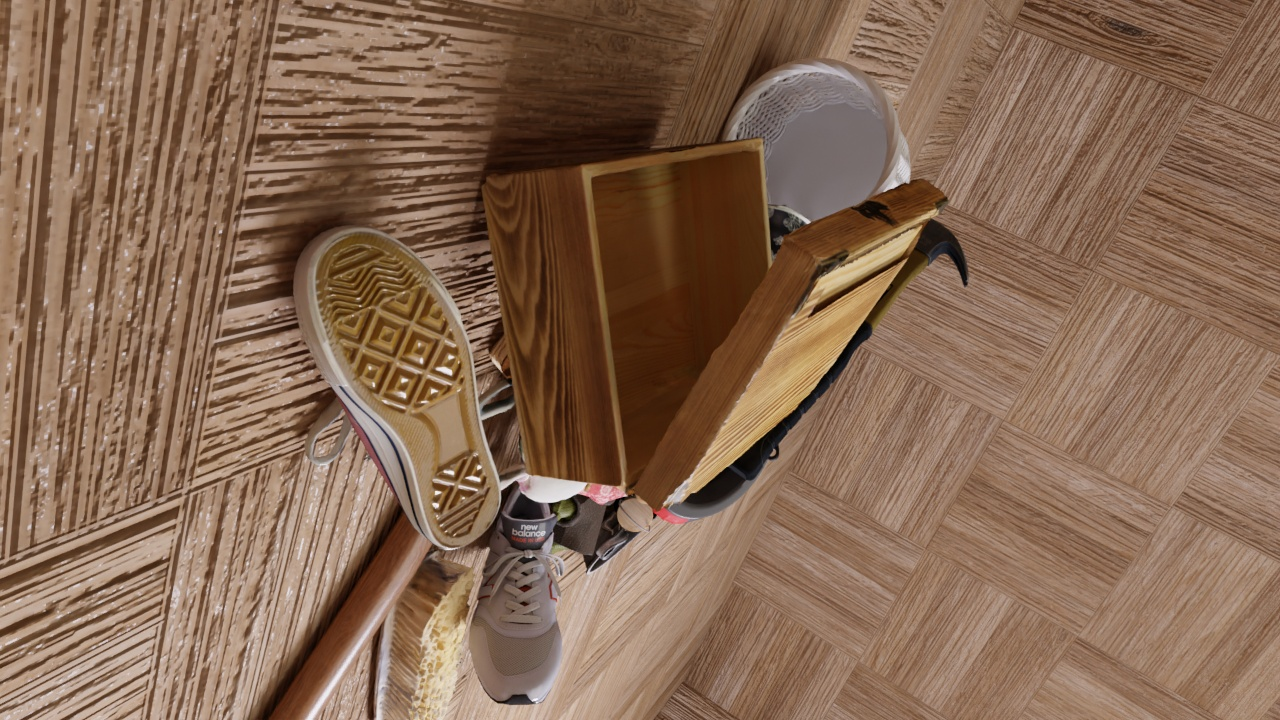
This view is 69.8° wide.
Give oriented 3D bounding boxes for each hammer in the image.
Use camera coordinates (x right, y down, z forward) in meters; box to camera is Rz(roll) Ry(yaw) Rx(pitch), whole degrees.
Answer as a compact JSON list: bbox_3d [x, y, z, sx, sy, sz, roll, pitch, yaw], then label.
[{"bbox_3d":[0.196,-0.018,0.894,0.332,0.118,0.025,-48,153,-14],"label":"hammer"},{"bbox_3d":[-0.255,0.240,0.761,0.300,0.037,0.158,-58,162,-9],"label":"hammer"}]

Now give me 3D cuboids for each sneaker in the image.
[{"bbox_3d":[-0.120,0.209,0.903,0.239,0.088,0.124,-106,-157,-61],"label":"sneaker"},{"bbox_3d":[-0.162,0.017,0.594,0.118,0.088,0.241,-35,130,-30],"label":"sneaker"}]

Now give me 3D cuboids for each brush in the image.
[{"bbox_3d":[-0.217,0.290,0.908,0.083,0.057,0.272,-43,156,-50],"label":"brush"}]

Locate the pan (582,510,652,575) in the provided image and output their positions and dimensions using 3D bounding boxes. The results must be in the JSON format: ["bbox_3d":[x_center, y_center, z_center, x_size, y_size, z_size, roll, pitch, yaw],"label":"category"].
[{"bbox_3d":[-0.027,0.233,1.259,0.187,0.055,0.357,-44,167,2],"label":"pan"}]

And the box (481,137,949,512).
[{"bbox_3d":[0.077,-0.030,0.712,0.278,0.264,0.270,-28,117,-54],"label":"box"}]

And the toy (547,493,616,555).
[{"bbox_3d":[-0.071,0.159,1.068,0.152,0.078,0.179,-66,167,-7],"label":"toy"}]

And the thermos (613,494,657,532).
[{"bbox_3d":[-0.001,0.165,1.179,0.231,0.061,0.061,-71,-173,-79],"label":"thermos"}]

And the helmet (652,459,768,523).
[{"bbox_3d":[0.071,0.056,1.095,0.264,0.164,0.170,-57,-158,-4],"label":"helmet"}]

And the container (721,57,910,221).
[{"bbox_3d":[0.206,-0.226,1.045,0.189,0.189,0.186,-64,163,13],"label":"container"}]

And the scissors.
[{"bbox_3d":[-0.157,0.058,0.763,0.168,0.012,0.158,-36,157,-27],"label":"scissors"}]

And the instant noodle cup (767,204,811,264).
[{"bbox_3d":[0.110,-0.082,0.941,0.137,0.137,0.112,73,19,-66],"label":"instant noodle cup"}]

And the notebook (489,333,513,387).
[{"bbox_3d":[-0.052,-0.057,0.873,0.225,0.024,0.167,-56,161,-14],"label":"notebook"}]

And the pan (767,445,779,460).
[{"bbox_3d":[0.122,-0.025,0.999,0.355,0.199,0.021,-91,162,-49],"label":"pan"}]

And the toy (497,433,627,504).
[{"bbox_3d":[-0.073,0.097,0.890,0.194,0.084,0.159,13,125,-51],"label":"toy"}]
